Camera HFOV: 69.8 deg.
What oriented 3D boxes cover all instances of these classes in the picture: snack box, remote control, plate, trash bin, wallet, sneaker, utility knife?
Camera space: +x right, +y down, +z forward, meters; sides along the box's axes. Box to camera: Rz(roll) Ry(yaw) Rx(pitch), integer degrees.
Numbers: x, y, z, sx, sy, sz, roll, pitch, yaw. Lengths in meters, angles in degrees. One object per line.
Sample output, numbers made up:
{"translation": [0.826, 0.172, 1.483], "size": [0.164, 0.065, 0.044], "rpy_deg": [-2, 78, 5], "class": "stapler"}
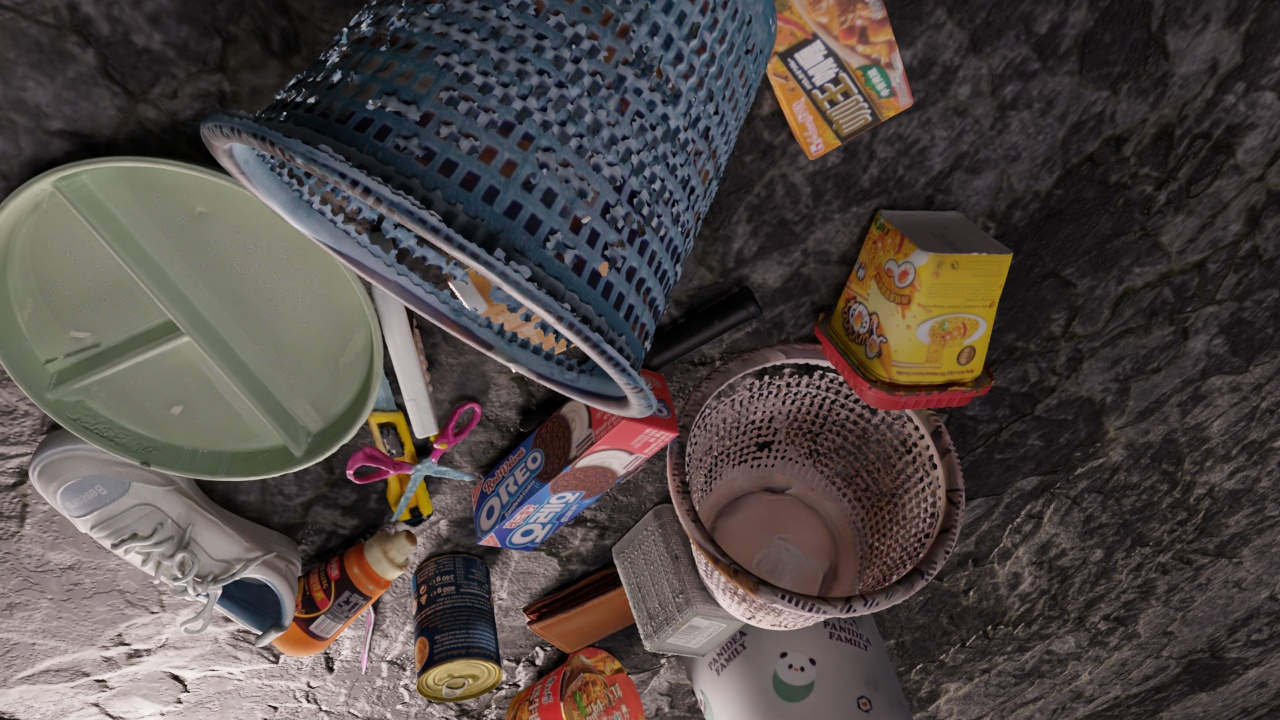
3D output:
{"translation": [-0.065, -0.063, 0.581], "size": [0.093, 0.077, 0.094], "rpy_deg": [-24, 138, 5], "class": "snack box"}
{"translation": [-0.157, -0.015, 0.612], "size": [0.021, 0.058, 0.150], "rpy_deg": [-13, 138, -12], "class": "remote control"}
{"translation": [-0.270, -0.019, 0.552], "size": [0.230, 0.027, 0.231], "rpy_deg": [-2, 126, -3], "class": "plate"}
{"translation": [-0.044, -0.111, 0.428], "size": [0.226, 0.227, 0.195], "rpy_deg": [42, 75, -44], "class": "trash bin"}
{"translation": [-0.048, 0.262, 0.963], "size": [0.125, 0.032, 0.101], "rpy_deg": [-27, 140, 9], "class": "wallet"}
{"translation": [-0.058, 0.083, 0.730], "size": [0.058, 0.057, 0.208], "rpy_deg": [17, 136, -37], "class": "snack box"}
{"translation": [-0.347, 0.142, 0.682], "size": [0.089, 0.090, 0.242], "rpy_deg": [-28, 137, 7], "class": "sneaker"}
{"translation": [0.163, 0.343, 0.959], "size": [0.229, 0.251, 0.230], "rpy_deg": [-11, 138, -10], "class": "trash bin"}
{"translation": [0.128, 0.129, 0.772], "size": [0.227, 0.227, 0.192], "rpy_deg": [-11, 150, -10], "class": "trash bin"}
{"translation": [0.106, -0.195, 0.544], "size": [0.075, 0.026, 0.154], "rpy_deg": [-28, 137, 10], "class": "snack box"}
{"translation": [-0.194, 0.063, 0.710], "size": [0.033, 0.015, 0.231], "rpy_deg": [-13, 137, -11], "class": "utility knife"}

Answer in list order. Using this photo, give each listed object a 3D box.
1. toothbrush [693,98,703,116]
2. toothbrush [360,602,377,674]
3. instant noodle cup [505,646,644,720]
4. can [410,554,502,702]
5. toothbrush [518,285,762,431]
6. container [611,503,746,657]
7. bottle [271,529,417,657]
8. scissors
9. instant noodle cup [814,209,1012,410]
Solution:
{"translation": [0.024, -0.191, 0.517], "size": [0.027, 0.026, 0.221], "rpy_deg": [14, 142, 19], "class": "toothbrush"}
{"translation": [-0.260, 0.255, 0.890], "size": [0.017, 0.014, 0.190], "rpy_deg": [-9, 139, -30], "class": "toothbrush"}
{"translation": [-0.077, 0.410, 1.036], "size": [0.109, 0.137, 0.138], "rpy_deg": [-33, 137, 26], "class": "instant noodle cup"}
{"translation": [-0.169, 0.242, 0.836], "size": [0.075, 0.111, 0.075], "rpy_deg": [-9, 137, -9], "class": "can"}
{"translation": [-0.004, 0.004, 0.713], "size": [0.213, 0.026, 0.027], "rpy_deg": [-29, 173, 13], "class": "toothbrush"}
{"translation": [0.040, 0.215, 0.881], "size": [0.090, 0.114, 0.090], "rpy_deg": [19, 126, -35], "class": "container"}
{"translation": [-0.254, 0.195, 0.796], "size": [0.149, 0.066, 0.067], "rpy_deg": [-37, 135, 8], "class": "bottle"}
{"translation": [-0.174, 0.081, 0.719], "size": [0.136, 0.017, 0.134], "rpy_deg": [2, 130, -49], "class": "scissors"}
{"translation": [0.208, -0.041, 0.687], "size": [0.116, 0.116, 0.124], "rpy_deg": [-2, 124, -19], "class": "instant noodle cup"}
